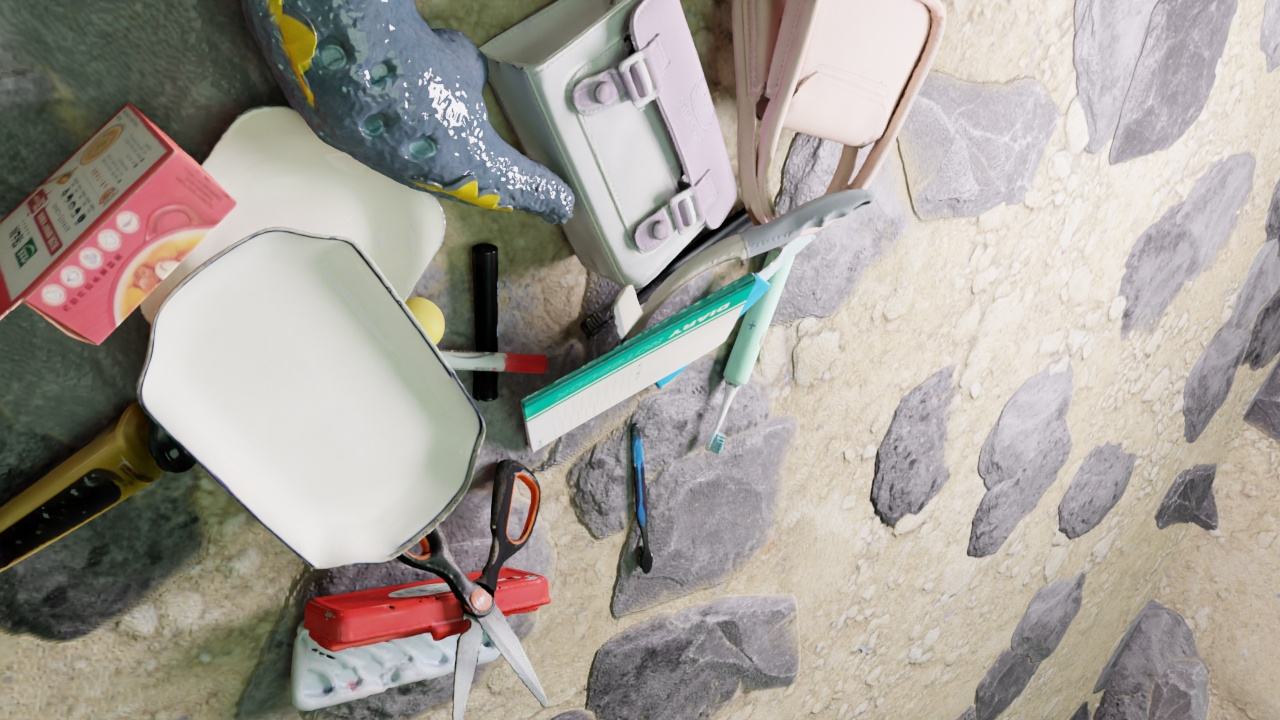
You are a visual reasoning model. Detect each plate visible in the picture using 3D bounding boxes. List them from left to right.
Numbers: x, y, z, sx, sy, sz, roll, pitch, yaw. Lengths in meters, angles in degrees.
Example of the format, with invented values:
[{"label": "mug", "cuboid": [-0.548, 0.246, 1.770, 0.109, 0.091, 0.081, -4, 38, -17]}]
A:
[{"label": "plate", "cuboid": [-0.225, -0.071, 0.601, 0.163, 0.034, 0.164, 30, 94, -45]}, {"label": "plate", "cuboid": [-0.211, 0.030, 0.616, 0.161, 0.034, 0.266, -43, 132, -16]}]

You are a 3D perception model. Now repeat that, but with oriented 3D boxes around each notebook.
[{"label": "notebook", "cuboid": [-0.005, 0.004, 0.766, 0.209, 0.012, 0.150, -29, 167, -13]}]

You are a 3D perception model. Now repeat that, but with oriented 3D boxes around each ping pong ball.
[{"label": "ping pong ball", "cuboid": [-0.164, -0.026, 0.672, 0.040, 0.040, 0.040, -20, 125, -31]}]

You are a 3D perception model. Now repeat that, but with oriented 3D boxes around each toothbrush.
[{"label": "toothbrush", "cuboid": [-0.001, 0.142, 0.928, 0.014, 0.016, 0.190, -17, 122, -21]}, {"label": "toothbrush", "cuboid": [0.034, -0.082, 0.818, 0.212, 0.026, 0.027, -36, 97, -17]}, {"label": "toothbrush", "cuboid": [0.105, -0.009, 0.916, 0.026, 0.027, 0.225, -21, 132, -67]}]

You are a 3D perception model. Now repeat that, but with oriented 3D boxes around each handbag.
[{"label": "handbag", "cuboid": [-0.009, -0.172, 0.685, 0.144, 0.098, 0.197, -44, 135, -19]}, {"label": "handbag", "cuboid": [0.150, -0.214, 0.767, 0.193, 0.093, 0.234, -1, 108, -44]}]

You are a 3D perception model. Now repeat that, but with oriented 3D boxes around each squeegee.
[{"label": "squeegee", "cuboid": [0.080, -0.085, 0.744, 0.246, 0.039, 0.246, -31, 168, -4]}]

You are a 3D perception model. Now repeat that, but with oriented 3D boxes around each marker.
[{"label": "marker", "cuboid": [-0.141, 0.000, 0.705, 0.145, 0.017, 0.017, 3, 112, -28]}, {"label": "marker", "cuboid": [-0.123, -0.028, 0.722, 0.022, 0.020, 0.132, -16, 124, -34]}]

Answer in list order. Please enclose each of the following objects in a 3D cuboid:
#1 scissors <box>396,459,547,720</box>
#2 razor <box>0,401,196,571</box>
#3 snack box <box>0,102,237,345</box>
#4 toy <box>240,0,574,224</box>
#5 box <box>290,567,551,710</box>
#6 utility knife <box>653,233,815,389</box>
[{"label": "scissors", "cuboid": [-0.132, 0.170, 0.740, 0.221, 0.022, 0.229, 44, 47, -12]}, {"label": "razor", "cuboid": [-0.344, 0.078, 0.571, 0.167, 0.067, 0.062, -35, 132, -10]}, {"label": "snack box", "cuboid": [-0.291, -0.068, 0.491, 0.127, 0.113, 0.044, -47, 136, -7]}, {"label": "toy", "cuboid": [-0.156, -0.197, 0.535, 0.137, 0.091, 0.356, -49, 129, -27]}, {"label": "box", "cuboid": [-0.182, 0.236, 0.773, 0.201, 0.113, 0.099, 0, 89, -41]}, {"label": "utility knife", "cuboid": [0.087, -0.052, 0.866, 0.209, 0.018, 0.034, -42, 130, -3]}]
